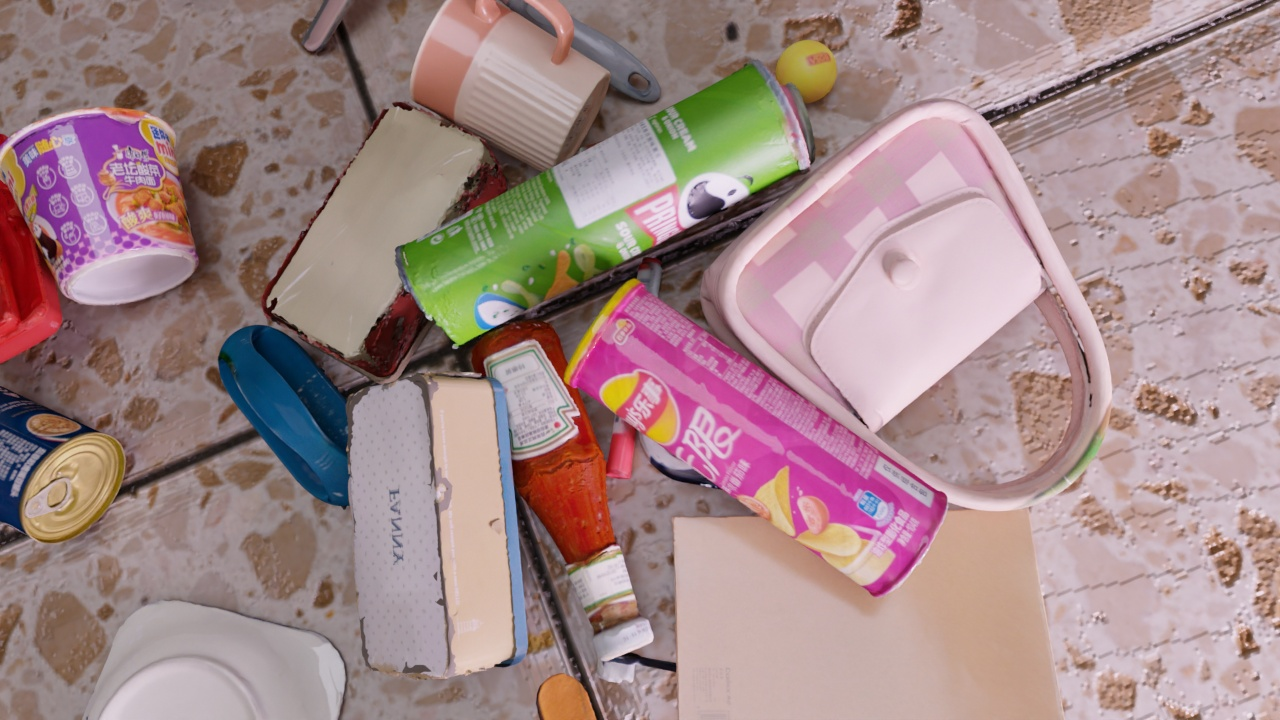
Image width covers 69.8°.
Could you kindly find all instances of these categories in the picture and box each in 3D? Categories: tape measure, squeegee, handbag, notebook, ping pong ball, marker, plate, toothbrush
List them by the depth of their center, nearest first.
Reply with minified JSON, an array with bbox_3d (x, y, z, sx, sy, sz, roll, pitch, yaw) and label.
[{"bbox_3d":[0.124,0.160,0.522,0.211,0.012,0.149,-3,68,5],"label":"notebook"},{"bbox_3d":[0.062,0.190,0.533,0.181,0.015,0.018,6,82,9],"label":"toothbrush"},{"bbox_3d":[0.171,-0.018,0.547,0.193,0.093,0.234,-39,82,-3],"label":"handbag"},{"bbox_3d":[-0.270,0.235,0.551,0.164,0.034,0.164,9,76,9],"label":"plate"},{"bbox_3d":[0.032,0.042,0.565,0.066,0.033,0.065,13,76,7],"label":"tape measure"},{"bbox_3d":[-0.003,0.003,0.588,0.017,0.017,0.145,7,76,8],"label":"marker"},{"bbox_3d":[0.111,-0.193,0.612,0.040,0.040,0.040,-2,75,6],"label":"ping pong ball"},{"bbox_3d":[-0.089,-0.256,0.632,0.249,0.040,0.248,37,105,2],"label":"squeegee"}]

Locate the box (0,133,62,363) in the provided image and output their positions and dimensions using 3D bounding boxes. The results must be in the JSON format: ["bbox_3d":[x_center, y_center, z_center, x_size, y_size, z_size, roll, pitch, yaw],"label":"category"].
[{"bbox_3d":[-0.474,-0.085,0.601,0.118,0.098,0.201,-30,61,-6],"label":"box"}]

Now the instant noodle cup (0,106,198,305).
[{"bbox_3d":[-0.355,-0.097,0.613,0.111,0.111,0.099,-22,82,0],"label":"instant noodle cup"}]

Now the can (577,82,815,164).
[{"bbox_3d":[0.035,-0.131,0.597,0.147,0.058,0.058,-17,74,2],"label":"can"}]

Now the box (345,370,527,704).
[{"bbox_3d":[-0.119,0.100,0.530,0.090,0.060,0.184,-10,84,38],"label":"box"}]

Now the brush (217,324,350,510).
[{"bbox_3d":[-0.216,0.032,0.576,0.055,0.073,0.144,-42,74,-8],"label":"brush"}]

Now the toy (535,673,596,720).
[{"bbox_3d":[-0.043,0.283,0.483,0.247,0.090,0.227,-5,83,9],"label":"toy"}]

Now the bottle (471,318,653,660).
[{"bbox_3d":[-0.045,0.075,0.552,0.060,0.060,0.206,-23,74,0],"label":"bottle"}]

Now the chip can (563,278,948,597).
[{"bbox_3d":[0.062,0.042,0.509,0.210,0.071,0.071,35,82,5],"label":"chip can"}]

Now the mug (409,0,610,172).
[{"bbox_3d":[-0.079,-0.188,0.589,0.106,0.115,0.081,30,51,-2],"label":"mug"}]

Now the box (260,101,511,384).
[{"bbox_3d":[-0.164,-0.079,0.597,0.091,0.076,0.168,27,81,14],"label":"box"}]

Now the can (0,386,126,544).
[{"bbox_3d":[-0.406,0.062,0.590,0.111,0.075,0.075,21,79,12],"label":"can"}]

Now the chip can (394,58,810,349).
[{"bbox_3d":[-0.023,-0.090,0.536,0.236,0.072,0.072,-26,74,4],"label":"chip can"}]
